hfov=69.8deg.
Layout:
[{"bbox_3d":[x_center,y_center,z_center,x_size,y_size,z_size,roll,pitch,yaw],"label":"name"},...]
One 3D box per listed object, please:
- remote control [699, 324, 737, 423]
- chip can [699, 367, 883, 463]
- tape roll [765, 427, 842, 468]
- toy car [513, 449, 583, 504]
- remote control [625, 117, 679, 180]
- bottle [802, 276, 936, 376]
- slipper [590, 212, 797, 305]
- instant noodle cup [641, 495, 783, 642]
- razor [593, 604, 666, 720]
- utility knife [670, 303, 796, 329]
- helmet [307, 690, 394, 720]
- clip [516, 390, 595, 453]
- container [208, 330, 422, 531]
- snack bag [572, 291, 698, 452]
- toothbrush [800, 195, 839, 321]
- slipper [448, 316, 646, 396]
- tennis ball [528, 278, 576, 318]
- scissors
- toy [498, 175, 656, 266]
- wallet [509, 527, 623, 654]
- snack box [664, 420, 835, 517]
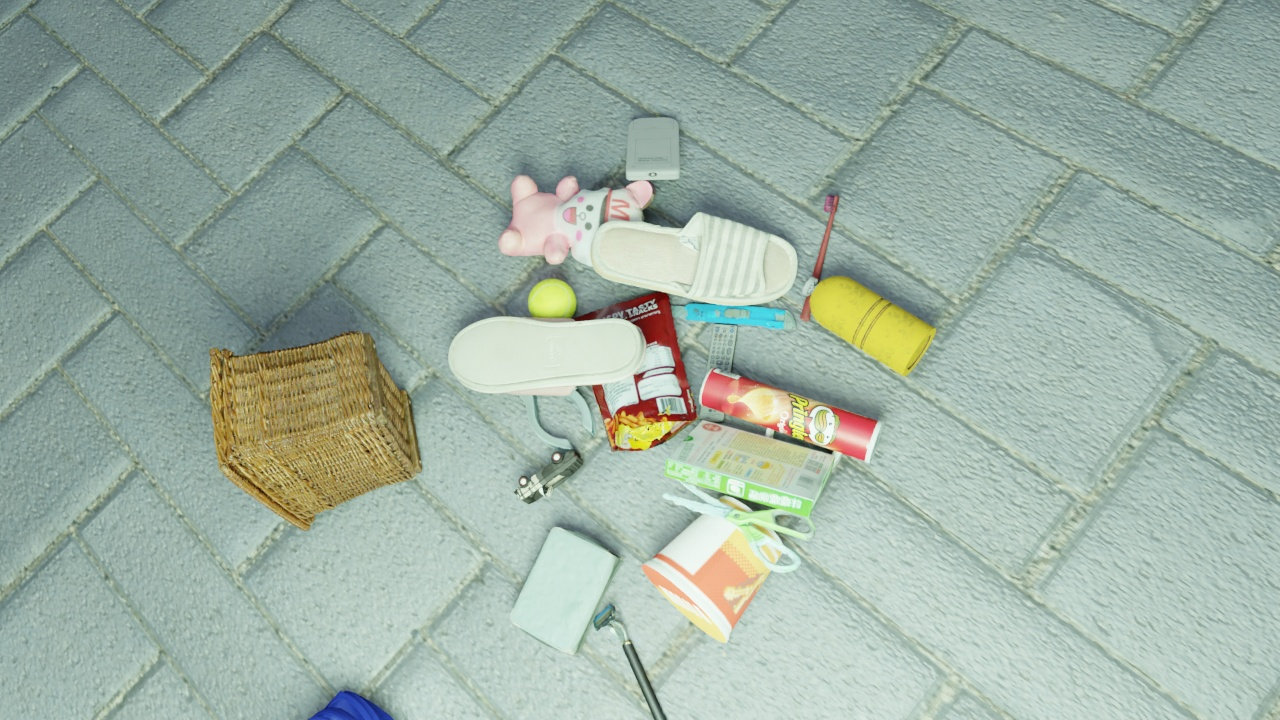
[{"bbox_3d":[0.101,0.016,1.180,0.033,0.013,0.136,5,68,14],"label":"remote control"},{"bbox_3d":[0.178,0.064,1.101,0.215,0.052,0.051,18,72,20],"label":"chip can"},{"bbox_3d":[0.201,0.097,1.121,0.094,0.018,0.093,-5,66,10],"label":"tape roll"},{"bbox_3d":[-0.113,0.148,1.154,0.092,0.040,0.037,-36,67,-1],"label":"toy car"},{"bbox_3d":[0.018,-0.300,1.303,0.074,0.019,0.150,-1,43,2],"label":"remote control"},{"bbox_3d":[0.277,-0.053,1.143,0.164,0.071,0.071,35,78,23],"label":"bottle"},{"bbox_3d":[0.070,-0.134,1.196,0.272,0.054,0.114,5,80,-2],"label":"slipper"},{"bbox_3d":[0.088,0.229,1.039,0.123,0.123,0.121,37,71,23],"label":"instant noodle cup"},{"bbox_3d":[-0.007,0.352,1.057,0.043,0.022,0.144,-48,63,37],"label":"razor"},{"bbox_3d":[0.113,-0.060,1.211,0.186,0.015,0.031,3,63,15],"label":"utility knife"},{"bbox_3d":[-0.337,0.468,0.963,0.148,0.227,0.241,-24,63,12],"label":"helmet"},{"bbox_3d":[-0.110,0.042,1.209,0.115,0.028,0.163,-43,66,-9],"label":"clip"},{"bbox_3d":[-0.391,0.081,1.142,0.183,0.250,0.162,-15,64,-4],"label":"container"},{"bbox_3d":[-0.007,0.007,1.182,0.139,0.066,0.207,-21,62,8],"label":"snack bag"},{"bbox_3d":[0.236,-0.139,1.217,0.016,0.016,0.189,9,70,21],"label":"toothbrush"},{"bbox_3d":[-0.121,-0.005,1.185,0.275,0.054,0.114,0,68,20],"label":"slipper"},{"bbox_3d":[-0.119,-0.078,1.241,0.065,0.065,0.065,-5,66,10],"label":"tennis ball"},{"bbox_3d":[0.108,0.166,1.009,0.175,0.032,0.092,31,58,21],"label":"scissors"},{"bbox_3d":[-0.086,-0.189,1.273,0.213,0.084,0.141,4,69,15],"label":"toy"},{"bbox_3d":[-0.087,0.273,1.091,0.100,0.054,0.131,21,75,29],"label":"wallet"},{"bbox_3d":[0.128,0.121,1.053,0.168,0.131,0.027,14,111,18],"label":"snack box"}]
